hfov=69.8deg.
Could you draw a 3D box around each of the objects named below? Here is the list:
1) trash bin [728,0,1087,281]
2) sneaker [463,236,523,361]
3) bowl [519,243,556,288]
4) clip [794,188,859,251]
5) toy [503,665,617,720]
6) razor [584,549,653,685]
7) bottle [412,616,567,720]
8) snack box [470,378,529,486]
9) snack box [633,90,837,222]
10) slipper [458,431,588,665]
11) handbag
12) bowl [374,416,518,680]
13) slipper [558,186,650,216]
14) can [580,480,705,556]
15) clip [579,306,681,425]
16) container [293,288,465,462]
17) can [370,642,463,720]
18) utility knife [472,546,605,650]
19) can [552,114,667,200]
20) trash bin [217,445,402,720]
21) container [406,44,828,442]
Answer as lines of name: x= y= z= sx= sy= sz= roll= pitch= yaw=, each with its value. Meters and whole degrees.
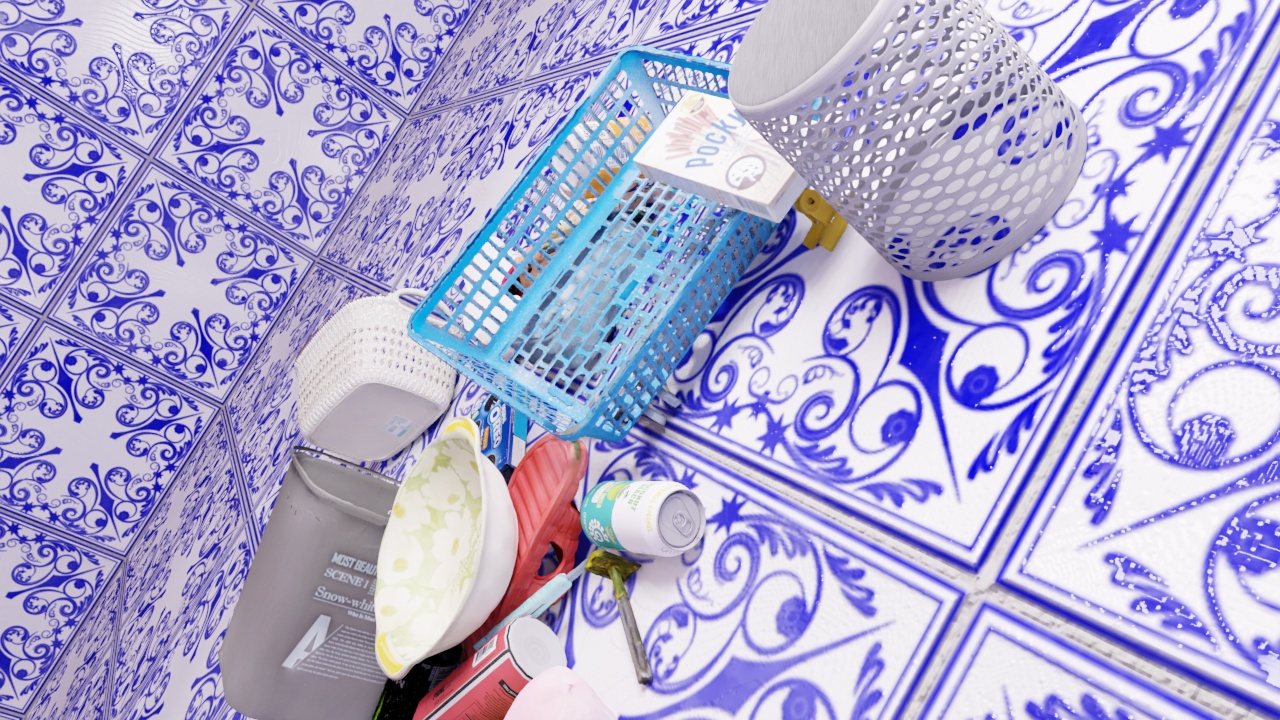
trash bin: x=0.168 y=-0.166 z=0.599 sx=0.157 sy=0.183 sz=0.156 roll=-39 pitch=32 yaw=30
sneaker: x=-0.162 y=-0.101 z=1.165 sx=0.104 sy=0.090 sz=0.236 roll=-37 pitch=31 yaw=16
bowl: x=-0.096 y=-0.117 z=1.076 sx=0.102 sy=0.026 sz=0.114 roll=-25 pitch=43 yaw=-7
clip: x=0.147 y=-0.119 z=0.741 sx=0.046 sy=0.048 sz=0.054 roll=29 pitch=86 yaw=17
toy: x=-0.102 y=0.305 z=0.636 sx=0.239 sy=0.087 sz=0.189 roll=-47 pitch=12 yaw=27
razor: x=-0.009 y=0.189 z=0.675 sx=0.026 sy=0.042 sz=0.105 roll=-43 pitch=40 yaw=19
bottle: x=-0.137 y=0.280 z=0.742 sx=0.177 sy=0.062 sz=0.062 roll=-44 pitch=30 yaw=22
snack box: x=-0.159 y=0.087 z=1.018 sx=0.082 sy=0.027 sz=0.150 roll=-42 pitch=31 yaw=25
snack box: x=0.072 y=-0.166 z=0.733 sx=0.150 sy=0.026 sz=0.082 roll=28 pitch=78 yaw=39
slipper: x=-0.093 y=0.170 z=0.793 sx=0.249 sy=0.059 sz=0.103 roll=-64 pitch=27 yaw=20
handbag: x=-0.073 y=-0.087 z=0.968 sx=0.122 sy=0.118 sz=0.191 roll=-1 pitch=52 yaw=56
bowl: x=-0.156 y=0.160 z=0.771 sx=0.189 sy=0.060 sz=0.219 roll=11 pitch=82 yaw=57
slipper: x=-0.058 y=-0.221 z=1.160 sx=0.114 sy=0.054 sz=0.272 roll=-57 pitch=27 yaw=10
can: x=0.001 y=0.120 z=0.701 sx=0.102 sy=0.055 sz=0.054 roll=-9 pitch=53 yaw=54
clip: x=0.000 y=-0.006 z=0.862 sx=0.173 sy=0.030 sz=0.164 roll=-2 pitch=61 yaw=55
container: x=-0.355 y=0.028 z=1.240 sx=0.252 sy=0.184 sz=0.143 roll=-37 pitch=45 yaw=35
can: x=-0.203 y=0.300 z=0.810 sx=0.138 sy=0.054 sz=0.054 roll=-67 pitch=27 yaw=9
utility knife: x=-0.079 y=0.191 z=0.737 sx=0.148 sy=0.022 sz=0.015 roll=-43 pitch=42 yaw=18
can: x=-0.019 y=-0.220 z=0.986 sx=0.079 sy=0.142 sz=0.079 roll=33 pitch=131 yaw=50
trash bin: x=-0.302 y=0.235 z=0.929 sx=0.198 sy=0.197 sz=0.220 roll=20 pitch=84 yaw=61
container: x=-0.014 y=-0.105 z=0.825 sx=0.257 sy=0.089 sz=0.361 roll=29 pitch=78 yaw=40
